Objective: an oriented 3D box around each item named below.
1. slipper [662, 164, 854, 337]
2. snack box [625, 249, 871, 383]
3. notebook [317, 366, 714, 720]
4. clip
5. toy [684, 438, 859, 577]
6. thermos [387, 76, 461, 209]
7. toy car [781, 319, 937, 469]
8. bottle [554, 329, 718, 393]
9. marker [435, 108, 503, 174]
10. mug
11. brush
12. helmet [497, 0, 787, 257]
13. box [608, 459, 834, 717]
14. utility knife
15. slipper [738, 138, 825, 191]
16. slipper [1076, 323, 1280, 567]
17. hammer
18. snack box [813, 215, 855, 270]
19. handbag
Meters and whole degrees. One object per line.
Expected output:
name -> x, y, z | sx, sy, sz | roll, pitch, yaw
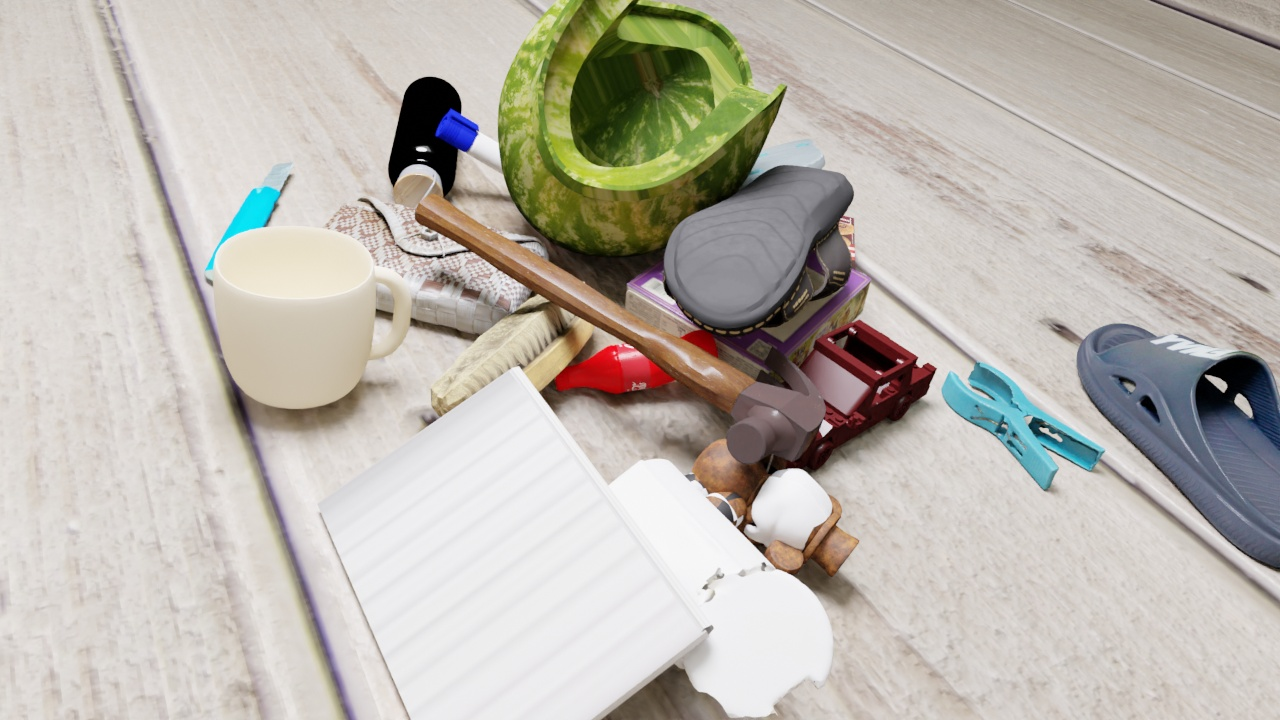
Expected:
slipper -> 0.096, -0.078, 0.692 | 0.113, 0.076, 0.267 | 14, 33, 20
snack box -> 0.087, -0.051, 0.750 | 0.143, 0.041, 0.147 | 33, 52, 26
notebook -> -0.077, 0.105, 0.484 | 0.142, 0.009, 0.209 | -35, 50, -8
clip -> 0.304, 0.043, 0.720 | 0.113, 0.028, 0.127 | -19, 46, -38
toy -> 0.077, 0.091, 0.566 | 0.112, 0.067, 0.087 | 37, 42, 17
thermos -> -0.205, -0.200, 0.876 | 0.061, 0.061, 0.231 | 4, 37, -11
toy car -> 0.152, 0.020, 0.677 | 0.169, 0.062, 0.070 | -22, 48, -38
bottle -> -0.004, 0.004, 0.672 | 0.119, 0.036, 0.036 | -10, 40, -9
marker -> -0.126, -0.188, 0.861 | 0.133, 0.027, 0.023 | 27, 27, -29
mug -> -0.212, -0.022, 0.601 | 0.120, 0.100, 0.096 | -3, 36, -22
brush -> -0.083, -0.007, 0.644 | 0.059, 0.043, 0.194 | -13, 21, 32
helmet -> -0.008, -0.202, 0.787 | 0.213, 0.243, 0.247 | 41, 9, -4
box -> 0.032, 0.123, 0.484 | 0.083, 0.092, 0.166 | -36, 56, -19
utility knife -> -0.325, -0.121, 0.774 | 0.031, 0.015, 0.205 | 7, 40, -8
slipper -> 0.148, -0.187, 0.945 | 0.098, 0.055, 0.268 | -13, 17, 20
slipper -> 0.444, 0.039, 0.718 | 0.110, 0.083, 0.267 | 0, 39, -12
hammer -> -0.023, -0.031, 0.620 | 0.323, 0.033, 0.115 | 31, 26, 18
snack box -> 0.172, -0.096, 0.864 | 0.051, 0.032, 0.140 | 14, 36, 3
handbag -> -0.175, -0.081, 0.736 | 0.186, 0.047, 0.123 | 13, 37, 3
